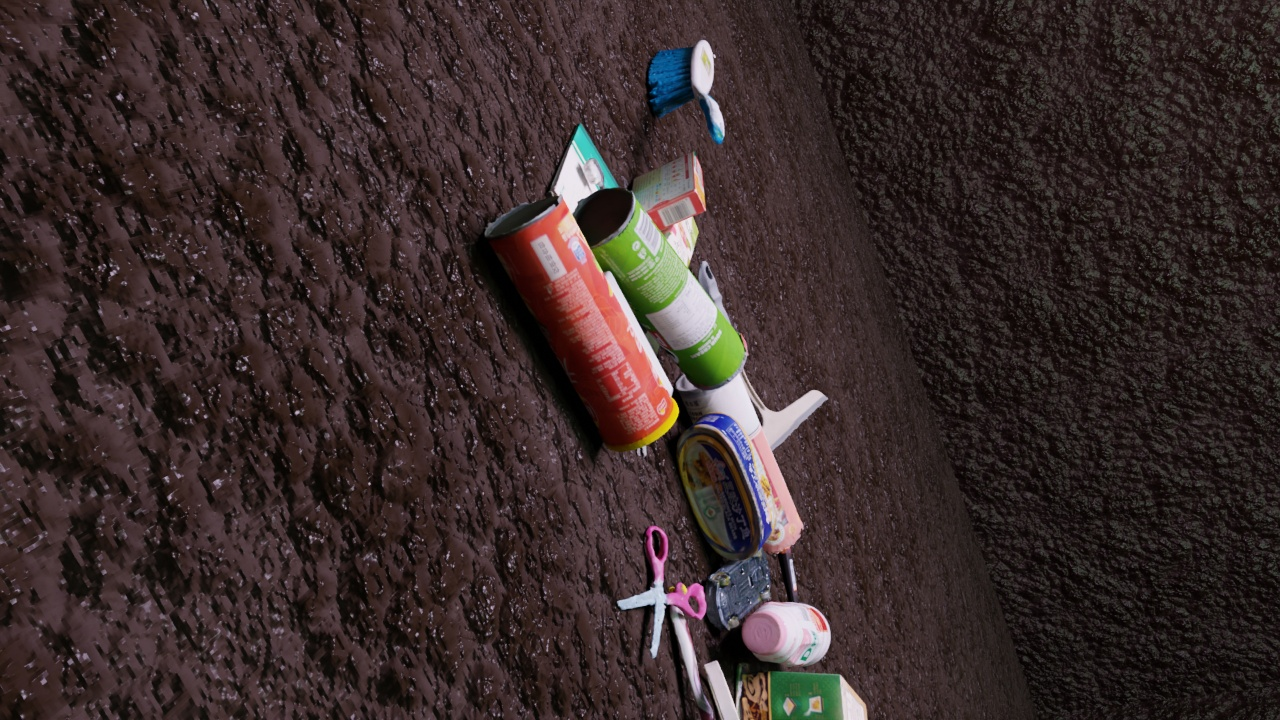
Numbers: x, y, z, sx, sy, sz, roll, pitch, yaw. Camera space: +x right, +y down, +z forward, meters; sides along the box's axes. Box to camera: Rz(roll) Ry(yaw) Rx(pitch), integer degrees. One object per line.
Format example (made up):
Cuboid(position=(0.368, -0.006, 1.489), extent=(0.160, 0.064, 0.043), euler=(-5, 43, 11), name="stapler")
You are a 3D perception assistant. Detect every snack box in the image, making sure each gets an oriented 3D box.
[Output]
Cuboid(position=(0.028, -0.178, 0.978), extent=(0.027, 0.077, 0.155), euler=(62, 14, -23), name="snack box")
Cuboid(position=(0.165, 0.365, 0.901), extent=(0.118, 0.106, 0.117), euler=(53, 29, -40), name="snack box")

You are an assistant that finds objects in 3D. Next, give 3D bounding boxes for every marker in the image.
Cuboid(position=(0.181, 0.252, 1.139), extent=(0.018, 0.015, 0.123), euler=(13, 65, -62), name="marker")

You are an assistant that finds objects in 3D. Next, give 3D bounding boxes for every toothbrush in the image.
Cuboid(position=(0.058, 0.298, 0.788), extent=(0.016, 0.017, 0.187), euler=(36, 33, -61), name="toothbrush")
Cuboid(position=(-0.015, -0.117, 0.922), extent=(0.181, 0.016, 0.018), euler=(64, 30, -16), name="toothbrush")

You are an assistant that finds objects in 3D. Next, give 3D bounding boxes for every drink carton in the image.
Cuboid(position=(0.028, -0.128, 0.989), extent=(0.122, 0.046, 0.053), euler=(-74, 144, -55), name="drink carton")

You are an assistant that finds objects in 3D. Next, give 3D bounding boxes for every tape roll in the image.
Cuboid(position=(0.076, 0.310, 0.812), extent=(0.086, 0.014, 0.086), euler=(160, -89, -86), name="tape roll")

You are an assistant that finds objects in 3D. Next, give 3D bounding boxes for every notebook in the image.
Cuboid(position=(-0.025, -0.123, 0.942), extent=(0.209, 0.012, 0.150), euler=(57, 27, -31), name="notebook")

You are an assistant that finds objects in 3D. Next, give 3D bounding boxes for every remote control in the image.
Cuboid(position=(-0.022, -0.013, 0.810), extent=(0.135, 0.056, 0.019), euler=(61, 27, -24), name="remote control")

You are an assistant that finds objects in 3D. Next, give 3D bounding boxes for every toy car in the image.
Cuboid(position=(0.097, 0.230, 0.935), extent=(0.120, 0.037, 0.054), euler=(-21, 101, -57), name="toy car")

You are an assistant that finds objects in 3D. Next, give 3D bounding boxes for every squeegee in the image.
Cuboid(position=(0.120, -0.008, 1.154), extent=(0.245, 0.039, 0.246), euler=(-33, 99, -48), name="squeegee")

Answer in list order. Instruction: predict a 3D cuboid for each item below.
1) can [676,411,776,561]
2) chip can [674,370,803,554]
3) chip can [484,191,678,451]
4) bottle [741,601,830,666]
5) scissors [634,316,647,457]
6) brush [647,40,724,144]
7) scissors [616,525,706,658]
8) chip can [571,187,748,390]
Cuboid(position=(0.087, 0.128, 0.936), extent=(0.049, 0.075, 0.148), euler=(-29, 100, -63), name="can")
Cuboid(position=(0.111, 0.107, 1.008), extent=(0.215, 0.071, 0.071), euler=(65, 24, -18), name="chip can")
Cuboid(position=(-0.045, -0.027, 0.750), extent=(0.217, 0.073, 0.073), euler=(61, 26, -25), name="chip can")
Cuboid(position=(0.146, 0.282, 0.942), extent=(0.197, 0.068, 0.068), euler=(37, 41, -64), name="bottle")
Cuboid(position=(-0.012, 0.000, 0.869), extent=(0.141, 0.014, 0.173), euler=(55, 38, -36), name="scissors")
Cuboid(position=(0.061, -0.335, 1.159), extent=(0.060, 0.110, 0.313), euler=(60, 26, -33), name="brush")
Cuboid(position=(0.016, 0.195, 0.797), extent=(0.133, 0.017, 0.124), euler=(10, 56, -55), name="scissors")
Cuboid(position=(0.022, -0.061, 0.856), extent=(0.236, 0.072, 0.072), euler=(47, 34, -44), name="chip can")
